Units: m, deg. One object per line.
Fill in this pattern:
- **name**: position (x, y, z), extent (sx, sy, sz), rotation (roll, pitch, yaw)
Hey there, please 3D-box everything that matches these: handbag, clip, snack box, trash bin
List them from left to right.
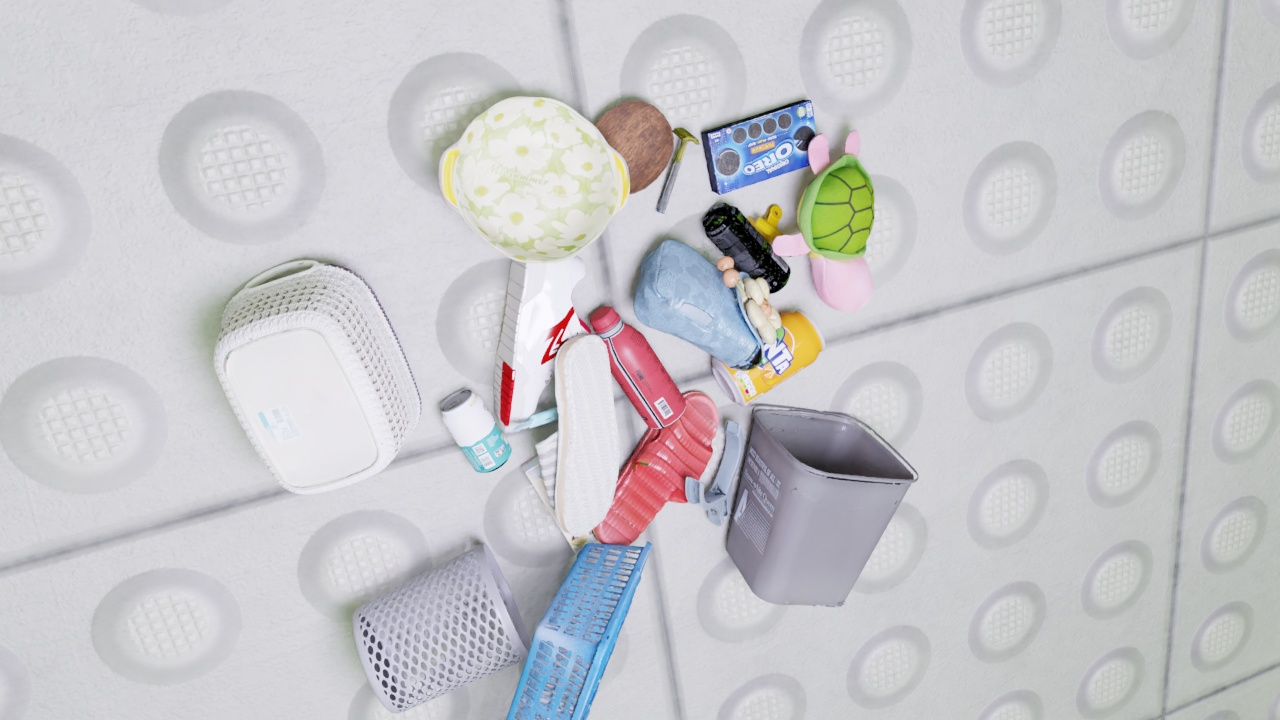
- **trash bin**: position (-0.253, 0.343, 1.169), extent (0.183, 0.156, 0.156), rotation (-24, 115, -8)
- **snack box**: position (-0.090, 0.181, 1.239), extent (0.082, 0.026, 0.150), rotation (-32, 116, -10)
- **handbag**: position (0.092, -0.077, 1.157), extent (0.192, 0.121, 0.119), rotation (29, 140, -21)
- **clip**: position (0.119, 0.146, 1.280), extent (0.164, 0.031, 0.173), rotation (-60, 153, -16)
- **snack box**: position (0.155, -0.271, 1.170), extent (0.150, 0.027, 0.082), rotation (-21, 115, -12)
- **clip**: position (0.169, -0.180, 1.211), extent (0.054, 0.046, 0.048), rotation (32, 128, -26)
- **trash bin**: position (0.235, 0.207, 1.285), extent (0.197, 0.197, 0.220), rotation (7, 112, -21)

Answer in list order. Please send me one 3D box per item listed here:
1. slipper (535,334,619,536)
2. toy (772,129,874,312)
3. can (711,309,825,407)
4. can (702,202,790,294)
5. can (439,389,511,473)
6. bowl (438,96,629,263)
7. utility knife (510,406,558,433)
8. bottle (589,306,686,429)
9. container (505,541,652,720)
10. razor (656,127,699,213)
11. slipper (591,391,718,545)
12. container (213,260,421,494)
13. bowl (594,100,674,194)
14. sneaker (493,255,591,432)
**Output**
- **slipper**: position (-0.078, 0.094, 1.158), extent (0.114, 0.054, 0.273), rotation (-20, 121, -42)
- **toy**: position (0.258, -0.178, 1.201), extent (0.189, 0.088, 0.238), rotation (-18, 113, -36)
- **can**: position (0.172, -0.004, 1.240), extent (0.142, 0.079, 0.079), rotation (-32, 116, -7)
- **can**: position (0.139, -0.144, 1.194), extent (0.054, 0.054, 0.137), rotation (-47, 117, 0)
- **can**: position (-0.206, 0.089, 1.150), extent (0.055, 0.055, 0.102), rotation (-31, 115, -8)
- **bowl**: position (-0.125, -0.202, 1.058), extent (0.219, 0.060, 0.188), rotation (-3, 89, -19)
- **utility knife**: position (-0.123, 0.071, 1.144), extent (0.015, 0.147, 0.022), rotation (33, 109, 18)
- **bottle**: position (-0.007, 0.007, 1.189), extent (0.062, 0.062, 0.176), rotation (-36, 116, -5)
- **container**: position (-0.102, 0.421, 1.190), extent (0.089, 0.256, 0.363), rotation (22, 112, 6)
- **razor**: position (0.041, -0.234, 1.143), extent (0.026, 0.042, 0.106), rotation (9, 114, -25)
- **slipper**: position (0.032, 0.156, 1.245), extent (0.103, 0.059, 0.248), rotation (40, 83, -30)
- **container**: position (-0.362, 0.027, 1.024), extent (0.185, 0.143, 0.252), rotation (-17, 114, 1)
- **bowl**: position (-0.016, -0.259, 1.113), extent (0.114, 0.026, 0.102), rotation (-45, 116, 1)
- **sneaker**: position (-0.114, -0.022, 1.131), extent (0.104, 0.090, 0.237), rotation (5, 101, -23)
